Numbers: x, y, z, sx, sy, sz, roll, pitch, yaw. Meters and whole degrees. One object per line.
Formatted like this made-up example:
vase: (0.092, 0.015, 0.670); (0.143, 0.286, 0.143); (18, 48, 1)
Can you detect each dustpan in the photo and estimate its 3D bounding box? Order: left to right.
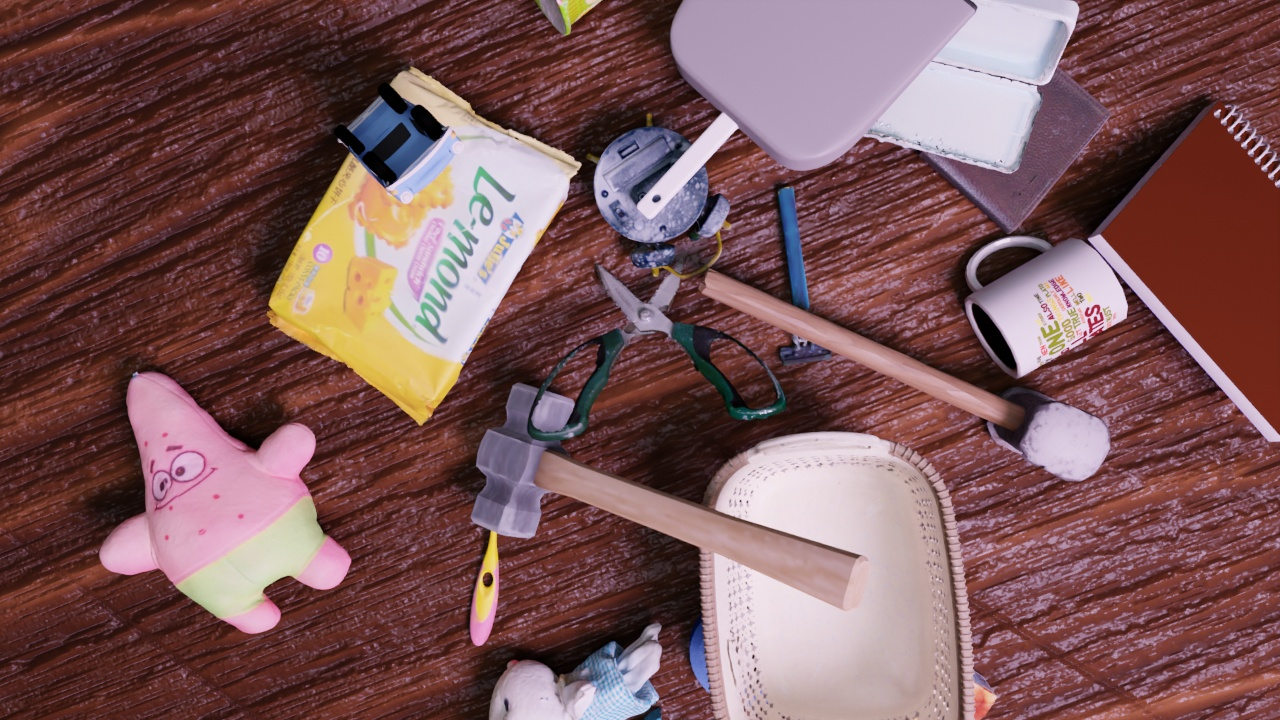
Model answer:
dustpan: (0.088, -0.204, 0.665); (0.163, 0.033, 0.258); (44, 95, 9)

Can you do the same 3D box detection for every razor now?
razor: (0.127, -0.069, 0.743); (0.042, 0.022, 0.144); (-8, 96, 2)

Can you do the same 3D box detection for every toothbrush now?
toothbrush: (-0.130, 0.180, 0.786); (0.021, 0.016, 0.135); (9, 99, -1)

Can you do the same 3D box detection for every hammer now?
hammer: (0.009, 0.107, 0.665); (0.323, 0.051, 0.117); (14, 85, 36)
hammer: (0.198, 0.004, 0.713); (0.328, 0.098, 0.052); (24, 97, 1)

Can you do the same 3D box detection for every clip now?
clip: (-0.005, 0.357, 0.798); (0.113, 0.028, 0.127); (33, 98, -4)

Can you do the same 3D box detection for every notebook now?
notebook: (0.464, -0.073, 0.702); (0.171, 0.022, 0.209); (-44, 94, -14)

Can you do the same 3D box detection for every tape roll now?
tape roll: (0.089, 0.249, 0.784); (0.091, 0.016, 0.093); (-24, 95, 5)

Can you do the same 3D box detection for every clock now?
clock: (0.016, -0.125, 0.724); (0.090, 0.052, 0.129); (-32, 94, 5)

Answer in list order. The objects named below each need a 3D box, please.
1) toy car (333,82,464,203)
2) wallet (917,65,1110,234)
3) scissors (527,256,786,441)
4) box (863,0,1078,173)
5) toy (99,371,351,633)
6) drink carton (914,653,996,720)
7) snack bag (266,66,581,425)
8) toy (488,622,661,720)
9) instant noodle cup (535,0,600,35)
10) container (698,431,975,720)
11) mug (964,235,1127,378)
toy car: (-0.162, -0.145, 0.624); (0.056, 0.153, 0.055); (-45, 128, -4)
wallet: (0.294, -0.177, 0.720); (0.099, 0.031, 0.120); (40, 94, -5)
scissors: (-0.004, 0.004, 0.698); (0.203, 0.015, 0.201); (-35, 58, -15)
box: (0.203, -0.224, 0.683); (0.197, 0.075, 0.126); (18, 106, 14)
toy: (-0.347, 0.108, 0.748); (0.192, 0.097, 0.236); (-34, 87, -3)
drink carton: (0.222, 0.265, 0.769); (0.130, 0.040, 0.064); (30, 96, -2)
snack bag: (-0.173, -0.089, 0.727); (0.159, 0.068, 0.247); (33, 96, -2)
toy: (-0.066, 0.282, 0.758); (0.205, 0.131, 0.105); (-42, 78, 0)
instant noodle cup: (-0.037, -0.316, 0.688); (0.108, 0.099, 0.099); (-34, 94, -3)
container: (0.145, 0.180, 0.685); (0.185, 0.142, 0.246); (-5, 82, 15)
mug: (0.305, -0.052, 0.718); (0.089, 0.073, 0.105); (-30, 66, 5)
